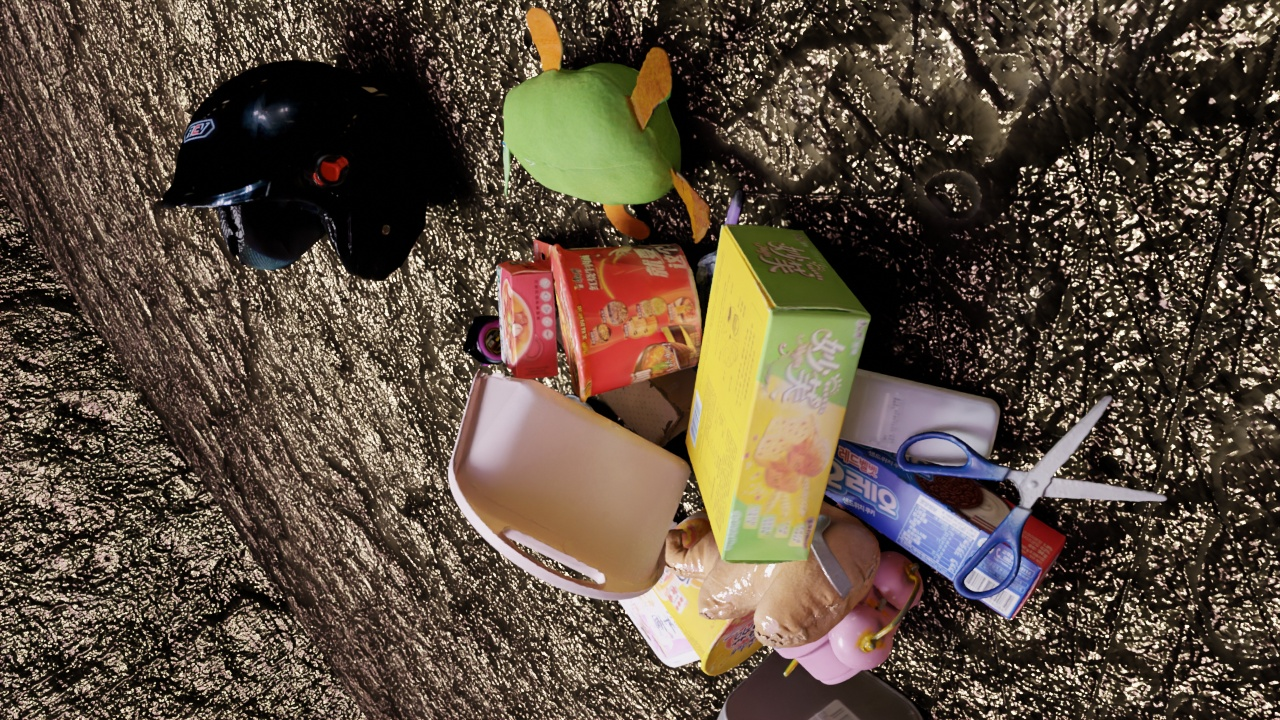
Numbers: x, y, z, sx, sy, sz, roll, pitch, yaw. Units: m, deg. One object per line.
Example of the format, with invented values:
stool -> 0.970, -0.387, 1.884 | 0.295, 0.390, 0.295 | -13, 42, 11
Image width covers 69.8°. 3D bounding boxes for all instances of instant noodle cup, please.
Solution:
instant noodle cup -> 0.028, 0.247, 1.025 | 0.173, 0.060, 0.138 | 53, 143, 5
instant noodle cup -> -0.012, -0.041, 0.789 | 0.138, 0.108, 0.138 | 169, 91, -82
instant noodle cup -> 0.079, 0.216, 0.891 | 0.110, 0.137, 0.138 | 44, 143, 32

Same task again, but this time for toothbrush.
toothbrush -> 0.065, -0.069, 0.797 | 0.014, 0.016, 0.189 | 29, 133, 17

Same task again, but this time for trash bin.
trash bin -> 0.157, 0.415, 0.900 | 0.199, 0.198, 0.220 | 31, 130, 29

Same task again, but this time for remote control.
remote control -> 0.191, 0.041, 0.680 | 0.136, 0.020, 0.056 | 13, 106, 21

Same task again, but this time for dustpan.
dustpan -> -0.074, 0.112, 0.829 | 0.222, 0.138, 0.274 | 28, 171, -8

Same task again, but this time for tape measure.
tape measure -> -0.173, -0.023, 1.061 | 0.057, 0.057, 0.039 | 26, 162, -31

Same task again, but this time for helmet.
helmet -> -0.360, -0.204, 0.977 | 0.234, 0.274, 0.230 | 6, 93, 37

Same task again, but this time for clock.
clock -> 0.180, 0.216, 0.784 | 0.060, 0.117, 0.159 | 44, 145, 1

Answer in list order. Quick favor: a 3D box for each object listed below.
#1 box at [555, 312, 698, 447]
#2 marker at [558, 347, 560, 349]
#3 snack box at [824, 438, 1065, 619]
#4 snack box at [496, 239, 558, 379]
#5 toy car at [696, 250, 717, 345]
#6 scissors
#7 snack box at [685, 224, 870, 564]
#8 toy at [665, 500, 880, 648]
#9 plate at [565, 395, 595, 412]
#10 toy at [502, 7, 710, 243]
box -> -0.005, 0.005, 0.892 | 0.184, 0.059, 0.090 | 47, 144, 11
marker -> -0.035, 0.015, 0.964 | 0.132, 0.020, 0.022 | 37, 168, 24
snack box -> 0.212, 0.107, 0.707 | 0.207, 0.058, 0.057 | 34, 127, 29
snack box -> -0.115, -0.054, 0.917 | 0.113, 0.044, 0.127 | -147, 54, -72
toy car -> 0.078, -0.038, 0.776 | 0.054, 0.036, 0.121 | 12, 126, 28
scissors -> 0.255, 0.090, 0.626 | 0.176, 0.012, 0.162 | 18, 100, 31
snack box -> 0.092, 0.022, 0.686 | 0.157, 0.070, 0.210 | -105, 20, -60
toy -> 0.104, 0.167, 0.779 | 0.226, 0.143, 0.082 | 0, 119, 61
plate -> -0.079, 0.129, 1.041 | 0.179, 0.024, 0.179 | 21, 115, 55
toy -> -0.037, -0.186, 0.762 | 0.247, 0.089, 0.227 | 20, 143, 44
